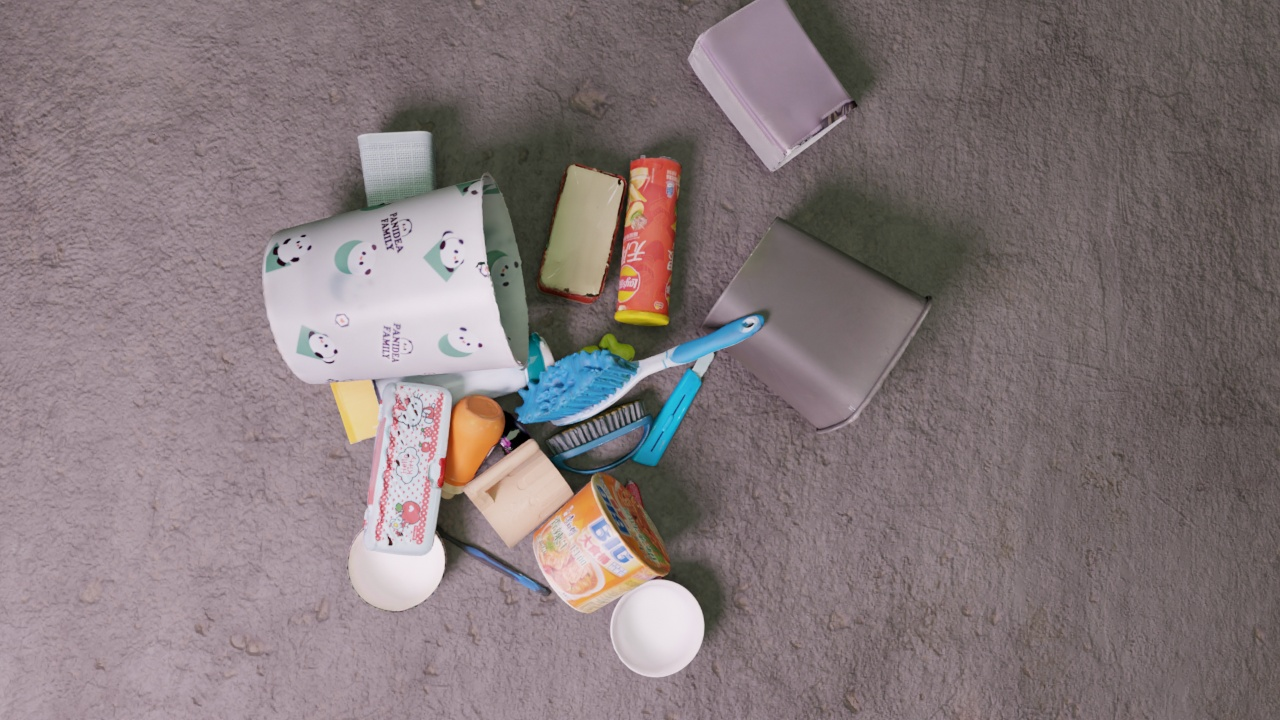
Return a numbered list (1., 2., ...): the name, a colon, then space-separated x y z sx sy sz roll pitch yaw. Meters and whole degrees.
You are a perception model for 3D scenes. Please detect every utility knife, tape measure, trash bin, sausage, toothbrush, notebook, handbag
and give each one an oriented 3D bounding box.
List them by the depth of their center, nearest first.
1. trash bin: -0.274 -0.081 1.060 0.252 0.229 0.229 -9 86 2
2. tape measure: -0.165 0.096 1.161 0.039 0.057 0.058 -39 75 -12
3. toothbrush: -0.197 0.252 1.168 0.189 0.016 0.014 31 72 -8
4. notebook: -0.331 -0.014 1.169 0.145 0.010 0.206 -18 88 -11
5. trash bin: 0.213 -0.051 1.171 0.220 0.199 0.198 36 79 3
6. sausage: 0.004 0.228 1.195 0.020 0.020 0.156 -15 87 -10
7. utility knife: 0.048 0.060 1.217 0.034 0.018 0.185 32 80 -4
8. handbag: 0.178 -0.376 1.233 0.145 0.098 0.197 -36 90 -8

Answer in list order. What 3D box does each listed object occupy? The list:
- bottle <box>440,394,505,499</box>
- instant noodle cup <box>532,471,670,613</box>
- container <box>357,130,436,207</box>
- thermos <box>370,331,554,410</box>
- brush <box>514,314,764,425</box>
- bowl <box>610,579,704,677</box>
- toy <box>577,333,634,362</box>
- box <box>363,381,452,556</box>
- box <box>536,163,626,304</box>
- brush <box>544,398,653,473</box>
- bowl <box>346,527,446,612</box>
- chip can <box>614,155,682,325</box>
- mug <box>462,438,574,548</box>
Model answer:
1. bottle: -0.217 0.113 1.130 0.067 0.066 0.150 24 119 -6
2. instant noodle cup: -0.052 0.228 1.121 0.111 0.151 0.151 -37 91 10
3. container: -0.300 -0.221 1.154 0.090 0.090 0.111 -6 89 -9
4. thermos: -0.216 0.026 1.148 0.224 0.073 0.073 -17 88 -16
5. brush: -0.007 0.006 1.108 0.315 0.109 0.060 -29 59 28
6. bowl: 0.017 0.334 1.165 0.118 0.065 0.118 1 85 -8
7. toy: -0.057 0.013 1.198 0.100 0.031 0.096 1 92 -10
8. box: -0.272 0.126 1.070 0.086 0.047 0.201 7 89 -16
9. box: -0.078 -0.164 1.187 0.091 0.077 0.168 14 83 -8
10. brush: -0.048 0.104 1.179 0.143 0.055 0.073 -22 87 -10
11. bowl: -0.296 0.244 1.124 0.116 0.066 0.116 1 85 -10
12. chip can: 0.011 -0.155 1.204 0.073 0.073 0.216 6 83 -8
13. mug: -0.152 0.158 1.130 0.103 0.125 0.084 -37 52 -12
